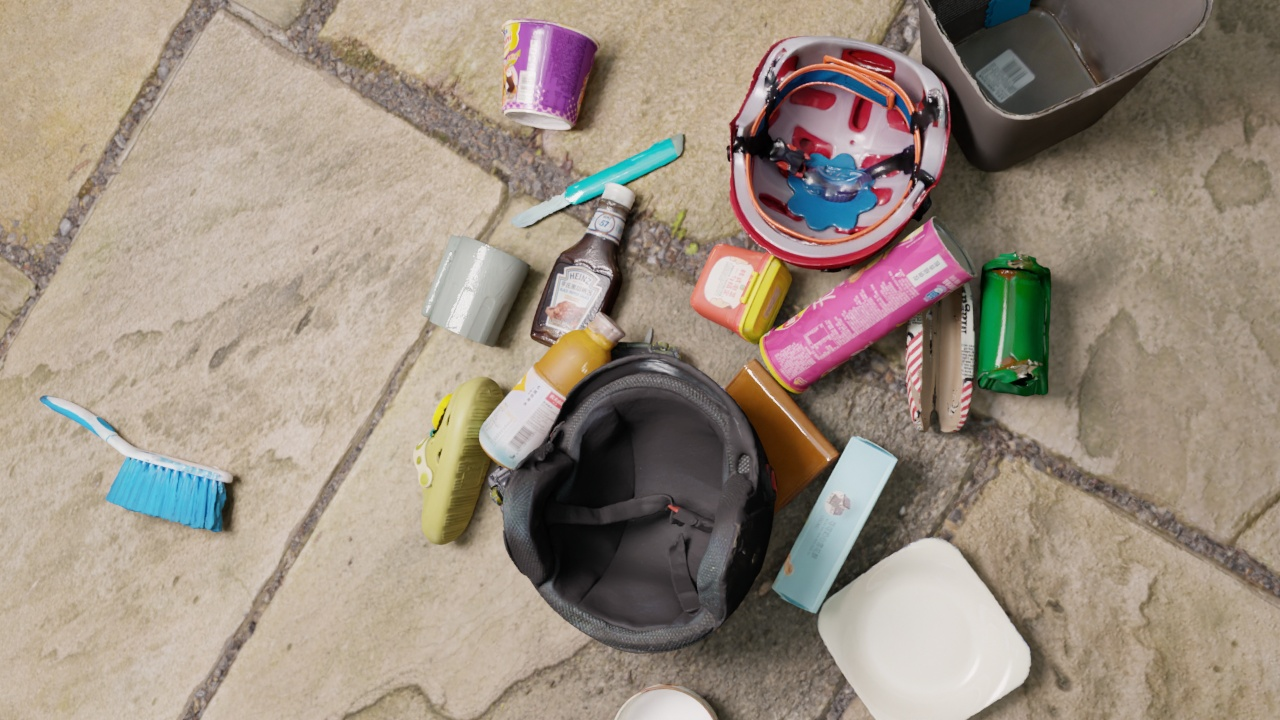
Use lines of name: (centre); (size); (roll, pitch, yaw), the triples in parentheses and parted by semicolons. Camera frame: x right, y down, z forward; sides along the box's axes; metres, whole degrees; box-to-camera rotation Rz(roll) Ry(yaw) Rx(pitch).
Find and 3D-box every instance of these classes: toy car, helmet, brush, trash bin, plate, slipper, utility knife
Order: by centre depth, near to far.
trash bin: (0.368, -0.302, 0.862); (0.199, 0.219, 0.198); (-27, 78, 8)
helmet: (0.013, 0.135, 0.878); (0.234, 0.230, 0.274); (8, 86, 18)
plate: (0.274, 0.273, 0.902); (0.164, 0.034, 0.164); (-34, 77, 6)
helmet: (0.193, -0.188, 0.923); (0.207, 0.144, 0.240); (19, 82, 17)
toy car: (-0.006, 0.006, 0.992); (0.105, 0.032, 0.048); (1, 77, 16)
toy car: (-0.119, 0.165, 1.000); (0.053, 0.045, 0.120); (-34, 71, 8)
slipper: (-0.213, 0.105, 1.009); (0.082, 0.091, 0.190); (15, 89, 16)
utility knife: (-0.049, -0.203, 1.049); (0.221, 0.013, 0.029); (-24, 80, 6)
brush: (-0.628, 0.123, 1.122); (0.315, 0.060, 0.109); (11, 80, 16)

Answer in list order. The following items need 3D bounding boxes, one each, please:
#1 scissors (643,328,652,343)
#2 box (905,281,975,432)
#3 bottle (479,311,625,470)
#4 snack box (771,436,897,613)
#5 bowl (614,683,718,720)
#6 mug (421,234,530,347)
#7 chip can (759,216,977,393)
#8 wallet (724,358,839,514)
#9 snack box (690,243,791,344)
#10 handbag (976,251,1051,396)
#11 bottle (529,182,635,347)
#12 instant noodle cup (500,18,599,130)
scissors: (-0.007, 0.051, 1.008); (0.176, 0.012, 0.162); (37, 91, 17)
box: (0.310, -0.008, 0.917); (0.081, 0.075, 0.163); (-2, 79, 24)
bottle: (-0.090, 0.031, 0.965); (0.068, 0.068, 0.189); (43, 97, 14)
snack box: (0.193, 0.162, 0.914); (0.051, 0.074, 0.175); (28, 89, 15)
bowl: (0.031, 0.383, 0.929); (0.113, 0.062, 0.113); (-2, 82, 14)
mug: (-0.195, -0.082, 1.040); (0.124, 0.083, 0.103); (21, 88, 41)
chip can: (0.219, -0.050, 0.899); (0.211, 0.071, 0.071); (-37, 75, 29)
wallet: (0.124, 0.084, 0.949); (0.130, 0.035, 0.119); (50, 120, 18)
snack box: (0.104, -0.074, 0.965); (0.080, 0.082, 0.091); (24, 88, 25)
handbag: (0.361, -0.033, 0.880); (0.068, 0.120, 0.131); (3, 85, 19)
bottle: (-0.056, -0.102, 1.023); (0.080, 0.044, 0.195); (20, 87, 19)
instant noodle cup: (-0.108, -0.318, 1.036); (0.112, 0.111, 0.099); (10, 94, 14)
